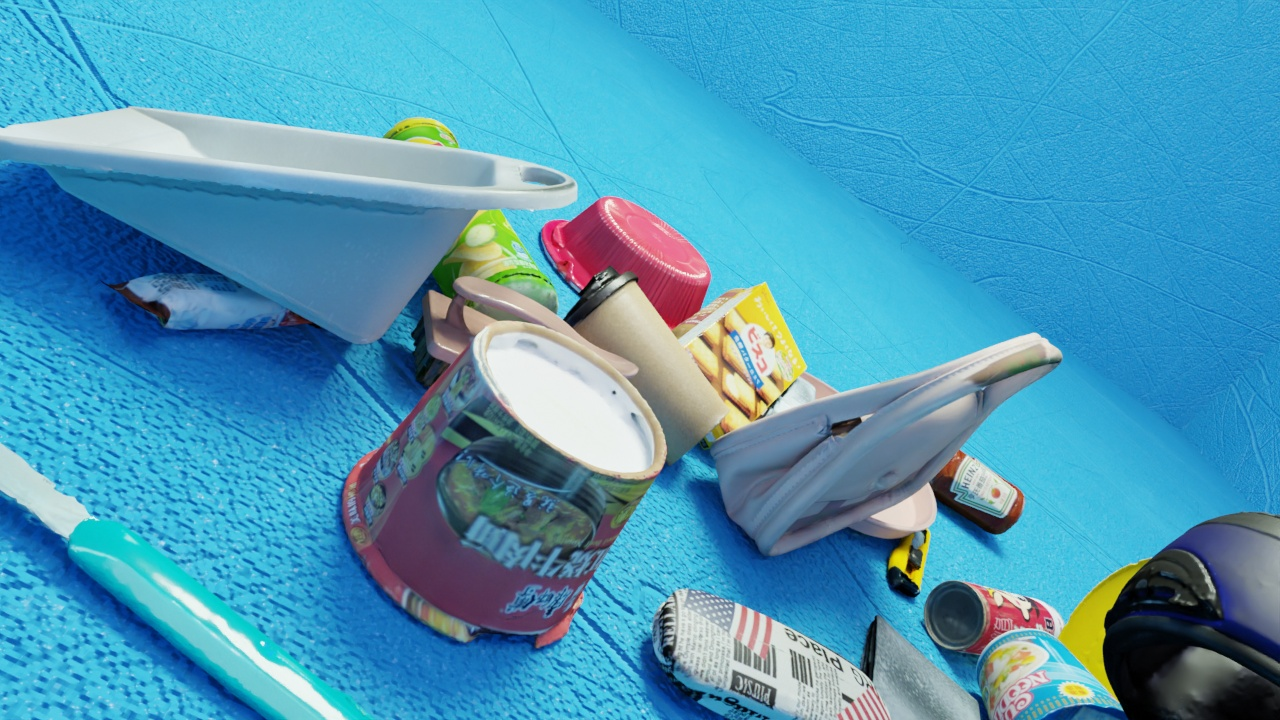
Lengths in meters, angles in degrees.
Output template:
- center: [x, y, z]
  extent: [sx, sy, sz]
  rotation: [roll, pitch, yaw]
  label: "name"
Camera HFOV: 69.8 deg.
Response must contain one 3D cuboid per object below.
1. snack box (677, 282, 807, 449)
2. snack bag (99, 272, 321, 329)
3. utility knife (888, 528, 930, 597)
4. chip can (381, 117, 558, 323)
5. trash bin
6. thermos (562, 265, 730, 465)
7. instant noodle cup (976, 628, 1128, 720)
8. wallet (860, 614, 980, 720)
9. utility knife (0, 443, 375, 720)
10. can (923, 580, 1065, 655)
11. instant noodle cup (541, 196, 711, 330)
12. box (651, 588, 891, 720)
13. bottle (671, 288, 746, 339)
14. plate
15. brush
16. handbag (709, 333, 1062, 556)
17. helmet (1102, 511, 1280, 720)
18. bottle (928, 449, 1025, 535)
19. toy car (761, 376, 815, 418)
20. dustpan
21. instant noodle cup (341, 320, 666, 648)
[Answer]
- center: [0.079, 0.002, 0.760]
  extent: [0.140, 0.034, 0.087]
  rotation: [-38, 104, -46]
  label: "snack box"
- center: [-0.222, -0.030, 0.484]
  extent: [0.048, 0.026, 0.104]
  rotation: [29, 17, 27]
  label: "snack bag"
- center: [0.240, 0.165, 0.810]
  extent: [0.033, 0.015, 0.171]
  rotation: [44, 22, 8]
  label: "utility knife"
- center: [-0.134, -0.096, 0.684]
  extent: [0.072, 0.073, 0.221]
  rotation: [13, 33, -45]
  label: "chip can"
- center: [0.460, 0.280, 0.665]
  extent: [0.255, 0.230, 0.229]
  rotation: [29, 23, -7]
  label: "trash bin"
- center: [-0.004, 0.004, 0.673]
  extent: [0.143, 0.093, 0.092]
  rotation: [47, 23, 3]
  label: "thermos"
- center: [0.282, 0.245, 0.630]
  extent: [0.099, 0.099, 0.109]
  rotation: [35, 14, -7]
  label: "instant noodle cup"
- center: [0.187, 0.230, 0.606]
  extent: [0.097, 0.019, 0.120]
  rotation: [42, 21, 5]
  label: "wallet"
- center: [-0.175, 0.088, 0.341]
  extent: [0.218, 0.013, 0.029]
  rotation: [40, 24, -2]
  label: "utility knife"
- center: [0.289, 0.213, 0.741]
  extent: [0.132, 0.053, 0.053]
  rotation: [20, 28, -36]
  label: "can"
- center: [0.000, -0.097, 0.898]
  extent: [0.194, 0.066, 0.193]
  rotation: [32, 22, -15]
  label: "instant noodle cup"
- center: [0.074, 0.180, 0.511]
  extent: [0.164, 0.051, 0.068]
  rotation: [32, 13, -18]
  label: "box"
- center: [0.063, -0.017, 0.828]
  extent: [0.057, 0.058, 0.174]
  rotation: [41, 32, 8]
  label: "bottle"
- center: [0.171, 0.079, 0.848]
  extent: [0.229, 0.028, 0.229]
  rotation: [28, 24, -14]
  label: "plate"
- center: [-0.072, 0.001, 0.589]
  extent: [0.145, 0.073, 0.063]
  rotation: [26, 24, -31]
  label: "brush"
- center: [0.182, 0.043, 0.641]
  extent: [0.192, 0.235, 0.093]
  rotation: [-11, 68, -39]
  label: "handbag"
- center: [0.318, 0.261, 0.433]
  extent: [0.315, 0.240, 0.248]
  rotation: [51, -13, 14]
  label: "helmet"
- center: [0.307, 0.107, 0.968]
  extent: [0.206, 0.060, 0.059]
  rotation: [34, 22, -3]
  label: "bottle"
- center: [0.131, 0.043, 0.791]
  extent: [0.043, 0.034, 0.090]
  rotation: [37, 26, -1]
  label: "toy car"
- center: [-0.179, -0.119, 0.534]
  extent: [0.257, 0.143, 0.222]
  rotation: [34, 10, -18]
  label: "dustpan"
- center: [-0.061, 0.053, 0.455]
  extent: [0.138, 0.109, 0.137]
  rotation: [31, 23, -15]
  label: "instant noodle cup"
